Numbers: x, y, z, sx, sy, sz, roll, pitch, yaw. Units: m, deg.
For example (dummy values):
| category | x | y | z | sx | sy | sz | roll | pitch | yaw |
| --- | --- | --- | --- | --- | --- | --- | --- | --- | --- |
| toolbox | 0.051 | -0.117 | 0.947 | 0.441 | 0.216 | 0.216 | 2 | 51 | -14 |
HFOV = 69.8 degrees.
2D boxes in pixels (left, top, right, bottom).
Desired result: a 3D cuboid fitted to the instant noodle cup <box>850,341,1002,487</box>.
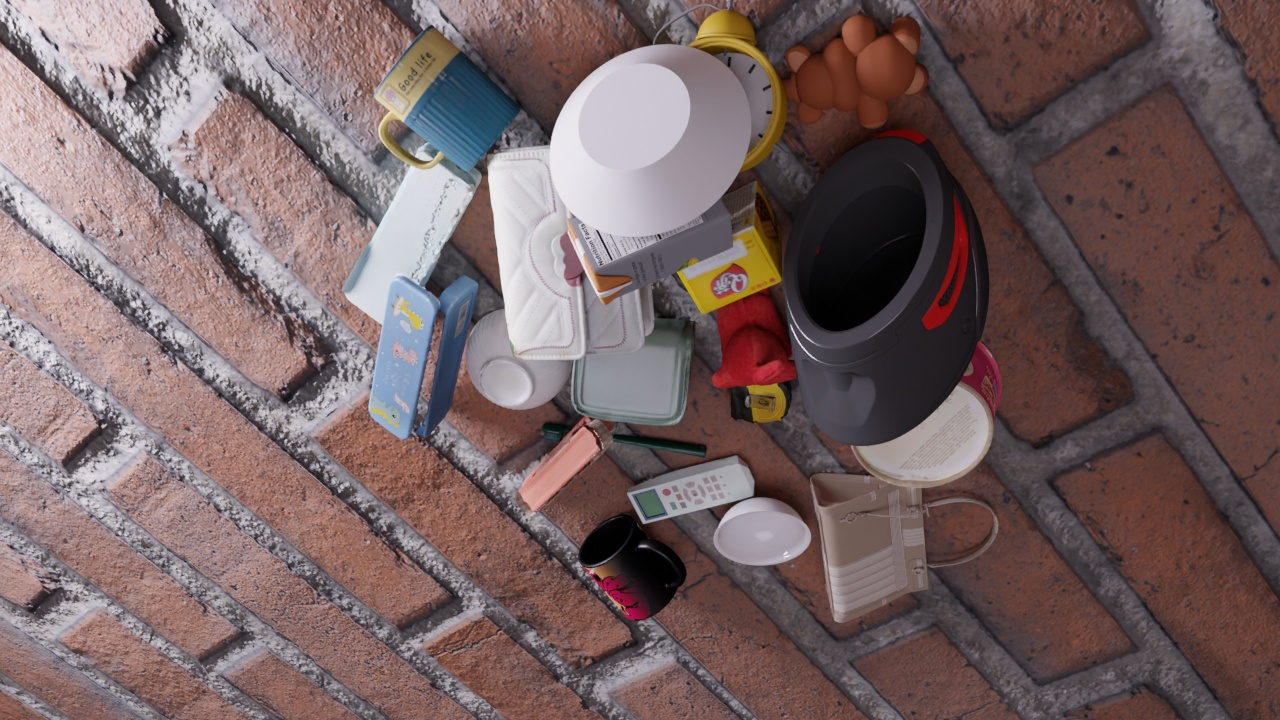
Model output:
| category | x | y | z | sx | sy | sz | roll | pitch | yaw |
| --- | --- | --- | --- | --- | --- | --- | --- | --- | --- |
| instant noodle cup | 0.281 | 0.054 | 0.934 | 0.179 | 0.077 | 0.179 | 4 | 122 | 7 |

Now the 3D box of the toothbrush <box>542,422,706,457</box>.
| category | x | y | z | sx | sy | sz | roll | pitch | yaw |
| --- | --- | --- | --- | --- | --- | --- | --- | --- | --- |
| toothbrush | -0.019 | 0.093 | 1.047 | 0.190 | 0.016 | 0.017 | 8 | 120 | 5 |

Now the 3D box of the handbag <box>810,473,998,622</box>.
| category | x | y | z | sx | sy | sz | roll | pitch | yaw |
| --- | --- | --- | --- | --- | --- | --- | --- | --- | --- |
| handbag | 0.305 | 0.201 | 1.046 | 0.198 | 0.062 | 0.176 | -10 | 120 | 6 |

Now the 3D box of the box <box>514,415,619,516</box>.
| category | x | y | z | sx | sy | sz | roll | pitch | yaw |
| --- | --- | --- | --- | --- | --- | --- | --- | --- | --- |
| box | -0.086 | 0.113 | 1.050 | 0.058 | 0.062 | 0.189 | 48 | 130 | 2 |

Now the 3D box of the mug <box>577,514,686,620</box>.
| category | x | y | z | sx | sy | sz | roll | pitch | yaw |
| --- | --- | --- | --- | --- | --- | --- | --- | --- | --- |
| mug | -0.001 | 0.244 | 1.092 | 0.118 | 0.081 | 0.098 | -18 | 118 | 40 |

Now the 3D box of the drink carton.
| category | x | y | z | sx | sy | sz | roll | pitch | yaw |
| --- | --- | --- | --- | --- | --- | --- | --- | --- | --- |
| drink carton | 0.008 | -0.106 | 0.773 | 0.125 | 0.076 | 0.048 | -24 | 152 | -3 |

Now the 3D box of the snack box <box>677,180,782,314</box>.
| category | x | y | z | sx | sy | sz | roll | pitch | yaw |
| --- | --- | --- | --- | --- | --- | --- | --- | --- | --- |
| snack box | 0.083 | -0.106 | 0.852 | 0.084 | 0.105 | 0.061 | -23 | 117 | 22 |

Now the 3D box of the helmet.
| category | x | y | z | sx | sy | sz | roll | pitch | yaw |
| --- | --- | --- | --- | --- | --- | --- | --- | --- | --- |
| helmet | 0.222 | -0.052 | 0.817 | 0.164 | 0.169 | 0.264 | 18 | 88 | 42 |

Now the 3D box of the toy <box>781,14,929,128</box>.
| category | x | y | z | sx | sy | sz | roll | pitch | yaw |
| --- | --- | --- | --- | --- | --- | --- | --- | --- | --- |
| toy | 0.177 | -0.244 | 0.786 | 0.128 | 0.065 | 0.095 | -6 | 117 | 25 |

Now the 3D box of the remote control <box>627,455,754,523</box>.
| category | x | y | z | sx | sy | sz | roll | pitch | yaw |
| --- | --- | --- | --- | --- | --- | --- | --- | --- | --- |
| remote control | 0.060 | 0.147 | 1.061 | 0.143 | 0.024 | 0.049 | -17 | 117 | 17 |

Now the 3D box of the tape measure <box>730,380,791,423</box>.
| category | x | y | z | sx | sy | sz | roll | pitch | yaw |
| --- | --- | --- | --- | --- | --- | --- | --- | --- | --- |
| tape measure | 0.128 | 0.036 | 0.973 | 0.064 | 0.037 | 0.066 | 3 | 122 | 8 |

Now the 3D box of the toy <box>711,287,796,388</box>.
| category | x | y | z | sx | sy | sz | roll | pitch | yaw |
| --- | --- | --- | --- | --- | --- | --- | --- | --- | --- |
| toy | 0.106 | -0.020 | 0.894 | 0.088 | 0.132 | 0.094 | -13 | 109 | 3 |

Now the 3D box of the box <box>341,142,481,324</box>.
| category | x | y | z | sx | sy | sz | roll | pitch | yaw |
| --- | --- | --- | --- | --- | --- | --- | --- | --- | --- |
| box | -0.235 | -0.126 | 0.937 | 0.083 | 0.065 | 0.199 | 45 | 121 | 10 |

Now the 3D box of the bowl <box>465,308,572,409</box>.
| category | x | y | z | sx | sy | sz | roll | pitch | yaw |
| --- | --- | --- | --- | --- | --- | --- | --- | --- | --- |
| bowl | -0.136 | 0.009 | 0.988 | 0.118 | 0.062 | 0.118 | 4 | 122 | 7 |

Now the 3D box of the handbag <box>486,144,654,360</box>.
| category | x | y | z | sx | sy | sz | roll | pitch | yaw |
| --- | --- | --- | --- | --- | --- | --- | --- | --- | --- |
| handbag | -0.066 | -0.104 | 0.859 | 0.142 | 0.096 | 0.199 | -5 | 106 | 8 |

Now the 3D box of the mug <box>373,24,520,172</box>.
| category | x | y | z | sx | sy | sz | roll | pitch | yaw |
| --- | --- | --- | --- | --- | --- | --- | --- | --- | --- |
| mug | -0.184 | -0.225 | 0.839 | 0.107 | 0.083 | 0.114 | 39 | 114 | -19 |

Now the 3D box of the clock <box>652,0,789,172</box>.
| category | x | y | z | sx | sy | sz | roll | pitch | yaw |
| --- | --- | --- | --- | --- | --- | --- | --- | --- | --- |
| clock | 0.063 | -0.230 | 0.792 | 0.114 | 0.052 | 0.152 | -24 | 87 | 23 |

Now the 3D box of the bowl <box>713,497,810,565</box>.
| category | x | y | z | sx | sy | sz | roll | pitch | yaw |
| --- | --- | --- | --- | --- | --- | --- | --- | --- | --- |
| bowl | 0.139 | 0.190 | 1.060 | 0.110 | 0.040 | 0.110 | 1 | 136 | 1 |

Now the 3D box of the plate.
| category | x | y | z | sx | sy | sz | roll | pitch | yaw |
| --- | --- | --- | --- | --- | --- | --- | --- | --- | --- |
| plate | 0.000 | -0.188 | 0.741 | 0.174 | 0.173 | 0.036 | -11 | 162 | 16 |

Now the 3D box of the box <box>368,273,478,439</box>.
| category | x | y | z | sx | sy | sz | roll | pitch | yaw |
| --- | --- | --- | --- | --- | --- | --- | --- | --- | --- |
| box | -0.232 | -0.009 | 0.984 | 0.078 | 0.073 | 0.210 | 30 | 129 | 9 |

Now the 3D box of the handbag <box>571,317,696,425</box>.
| category | x | y | z | sx | sy | sz | roll | pitch | yaw |
| --- | --- | --- | --- | --- | --- | --- | --- | --- | --- |
| handbag | -0.006 | 0.006 | 0.959 | 0.122 | 0.067 | 0.106 | 5 | 107 | 6 |
